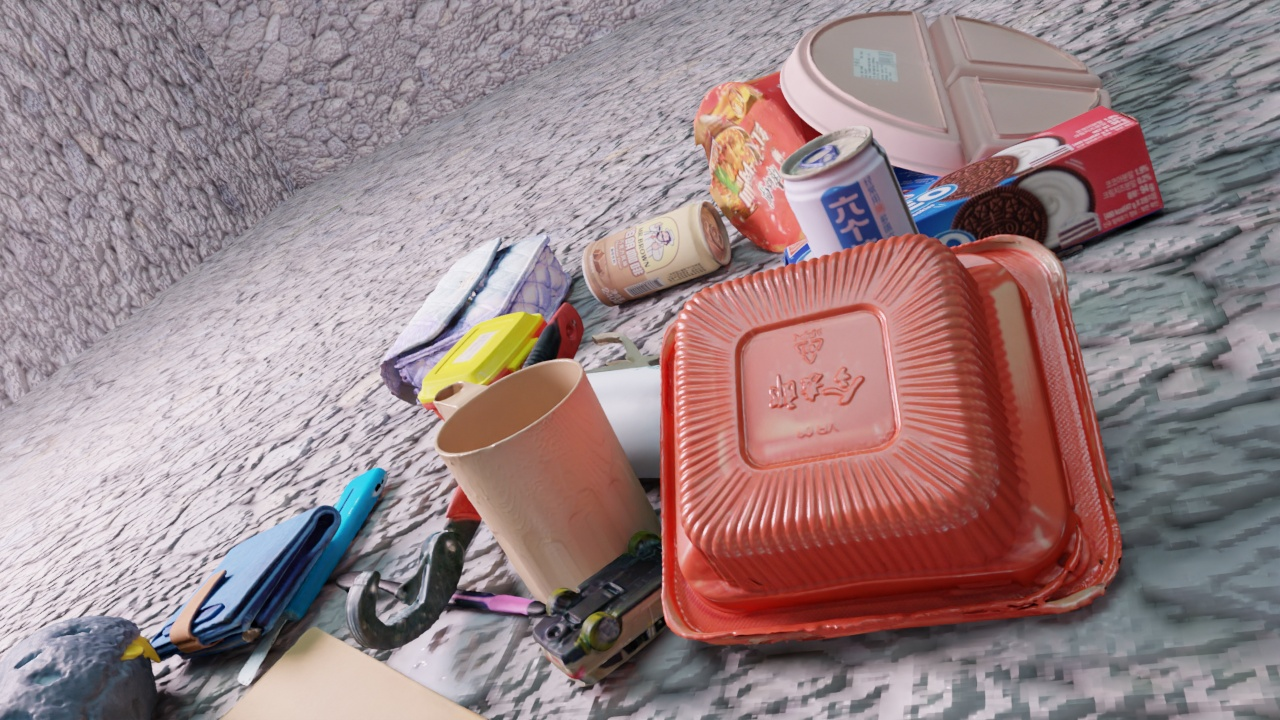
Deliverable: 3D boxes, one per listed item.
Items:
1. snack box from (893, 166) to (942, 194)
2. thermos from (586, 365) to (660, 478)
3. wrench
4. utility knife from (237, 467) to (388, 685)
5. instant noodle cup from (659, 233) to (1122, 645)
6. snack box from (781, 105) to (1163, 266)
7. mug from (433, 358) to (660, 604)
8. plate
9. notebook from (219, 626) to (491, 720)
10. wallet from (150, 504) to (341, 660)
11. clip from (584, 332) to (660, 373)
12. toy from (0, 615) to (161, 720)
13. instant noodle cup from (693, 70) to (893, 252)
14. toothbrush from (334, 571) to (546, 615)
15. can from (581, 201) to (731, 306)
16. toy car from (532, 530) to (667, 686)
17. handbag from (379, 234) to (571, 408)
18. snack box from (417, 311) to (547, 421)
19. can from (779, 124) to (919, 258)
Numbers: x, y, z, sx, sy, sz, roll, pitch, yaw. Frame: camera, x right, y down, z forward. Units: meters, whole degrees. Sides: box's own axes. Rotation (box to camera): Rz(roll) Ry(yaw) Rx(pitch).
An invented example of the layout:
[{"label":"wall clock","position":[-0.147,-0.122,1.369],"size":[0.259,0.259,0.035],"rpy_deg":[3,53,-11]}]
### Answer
[{"label":"snack box","position":[0.209,-0.123,0.652],"size":[0.156,0.026,0.085],"rpy_deg":[-42,26,-25]},{"label":"thermos","position":[0.023,0.031,0.515],"size":[0.225,0.073,0.073],"rpy_deg":[-7,33,41]},{"label":"wrench","position":[-0.092,0.060,0.564],"size":[0.016,0.056,0.272],"rpy_deg":[-4,38,31]},{"label":"utility knife","position":[-0.228,0.146,0.641],"size":[0.034,0.018,0.198],"rpy_deg":[-19,28,22]},{"label":"instant noodle cup","position":[0.083,0.024,0.374],"size":[0.189,0.079,0.164],"rpy_deg":[-14,60,22]},{"label":"snack box","position":[0.190,-0.076,0.548],"size":[0.208,0.058,0.057],"rpy_deg":[-24,22,15]},{"label":"mug","position":[-0.057,0.063,0.494],"size":[0.084,0.103,0.125],"rpy_deg":[-39,24,-28]},{"label":"plate","position":[0.213,-0.195,0.640],"size":[0.229,0.028,0.229],"rpy_deg":[2,42,-2]},{"label":"notebook","position":[-0.180,0.214,0.467],"size":[0.208,0.008,0.147],"rpy_deg":[0,38,49]},{"label":"wallet","position":[-0.273,0.154,0.630],"size":[0.133,0.040,0.106],"rpy_deg":[-26,23,37]},{"label":"clip","position":[-0.003,0.000,0.648],"size":[0.103,0.035,0.092],"rpy_deg":[-16,28,19]},{"label":"toy","position":[-0.355,0.228,0.555],"size":[0.138,0.091,0.356],"rpy_deg":[-62,27,-1]},{"label":"instant noodle cup","position":[0.128,-0.168,0.715],"size":[0.108,0.138,0.138],"rpy_deg":[-30,23,-22]},{"label":"toothbrush","position":[-0.122,0.140,0.542],"size":[0.190,0.018,0.014],"rpy_deg":[-5,35,38]},{"label":"can","position":[0.012,-0.088,0.769],"size":[0.116,0.058,0.058],"rpy_deg":[-18,27,27]},{"label":"toy car","position":[-0.006,0.113,0.431],"size":[0.090,0.035,0.042],"rpy_deg":[-34,25,-25]},{"label":"handbag","position":[-0.148,-0.046,0.849],"size":[0.134,0.075,0.193],"rpy_deg":[-21,25,21]},{"label":"snack box","position":[-0.097,0.021,0.656],"size":[0.082,0.080,0.091],"rpy_deg":[-11,30,38]},{"label":"can","position":[0.122,-0.052,0.482],"size":[0.053,0.134,0.053],"rpy_deg":[-25,25,12]}]
